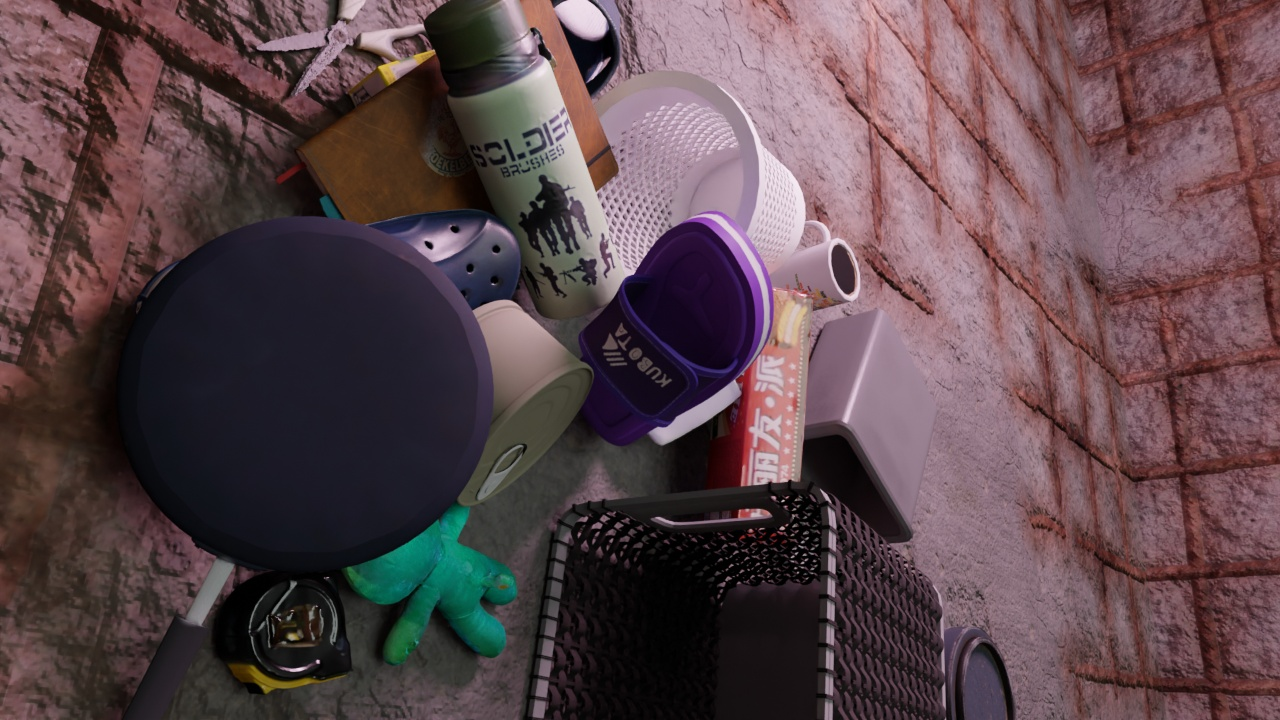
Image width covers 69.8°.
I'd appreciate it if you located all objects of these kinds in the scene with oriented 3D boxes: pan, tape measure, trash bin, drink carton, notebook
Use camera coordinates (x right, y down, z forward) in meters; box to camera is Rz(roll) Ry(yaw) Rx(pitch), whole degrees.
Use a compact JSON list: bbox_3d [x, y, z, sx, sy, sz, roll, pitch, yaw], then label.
[{"bbox_3d":[-0.211,0.087,0.493,0.198,0.021,0.356,28,76,-16],"label":"pan"},{"bbox_3d":[-0.210,0.159,0.543,0.072,0.042,0.071,-3,84,-48],"label":"tape measure"},{"bbox_3d":[0.216,0.323,0.863,0.164,0.228,0.164,19,65,-47],"label":"trash bin"},{"bbox_3d":[0.271,0.079,1.112,0.192,0.098,0.219,55,42,-24],"label":"trash bin"},{"bbox_3d":[0.059,-0.148,0.866,0.199,0.196,0.195,0,79,-60],"label":"trash bin"},{"bbox_3d":[-0.148,-0.214,0.699,0.134,0.059,0.043,-33,106,-36],"label":"drink carton"},{"bbox_3d":[-0.122,-0.137,0.685,0.248,0.014,0.178,-46,130,-28],"label":"notebook"}]

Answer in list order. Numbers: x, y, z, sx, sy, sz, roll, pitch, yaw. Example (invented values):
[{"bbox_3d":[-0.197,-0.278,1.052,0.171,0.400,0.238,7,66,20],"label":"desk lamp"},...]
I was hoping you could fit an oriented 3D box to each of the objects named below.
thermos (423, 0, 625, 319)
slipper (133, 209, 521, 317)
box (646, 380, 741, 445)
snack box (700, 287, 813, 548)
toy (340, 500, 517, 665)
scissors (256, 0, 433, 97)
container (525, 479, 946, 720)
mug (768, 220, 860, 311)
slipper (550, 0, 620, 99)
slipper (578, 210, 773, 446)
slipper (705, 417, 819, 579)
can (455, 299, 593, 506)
[{"bbox_3d":[-0.078,-0.147,0.659,0.082,0.082,0.231,-55,135,-43],"label":"thermos"},{"bbox_3d":[-0.174,-0.034,0.578,0.252,0.095,0.105,-17,105,-39],"label":"slipper"},{"bbox_3d":[0.025,-0.009,0.868,0.128,0.137,0.108,-33,111,-9],"label":"box"},{"bbox_3d":[0.110,0.056,0.873,0.060,0.113,0.236,8,79,-10],"label":"snack box"},{"bbox_3d":[-0.141,0.135,0.617,0.193,0.073,0.130,49,40,-41],"label":"toy"},{"bbox_3d":[-0.215,-0.252,0.686,0.158,0.013,0.162,3,77,-48],"label":"scissors"},{"bbox_3d":[0.089,0.256,0.720,0.243,0.248,0.245,33,55,-45],"label":"container"},{"bbox_3d":[0.199,-0.111,1.086,0.073,0.090,0.105,-10,87,-51],"label":"mug"},{"bbox_3d":[-0.061,-0.279,0.828,0.101,0.083,0.262,45,49,-36],"label":"slipper"},{"bbox_3d":[-0.004,0.004,0.682,0.083,0.267,0.107,-33,83,-34],"label":"slipper"},{"bbox_3d":[0.148,0.116,0.987,0.269,0.055,0.098,62,38,-19],"label":"slipper"},{"bbox_3d":[-0.102,0.029,0.632,0.073,0.128,0.127,42,38,14],"label":"can"}]
